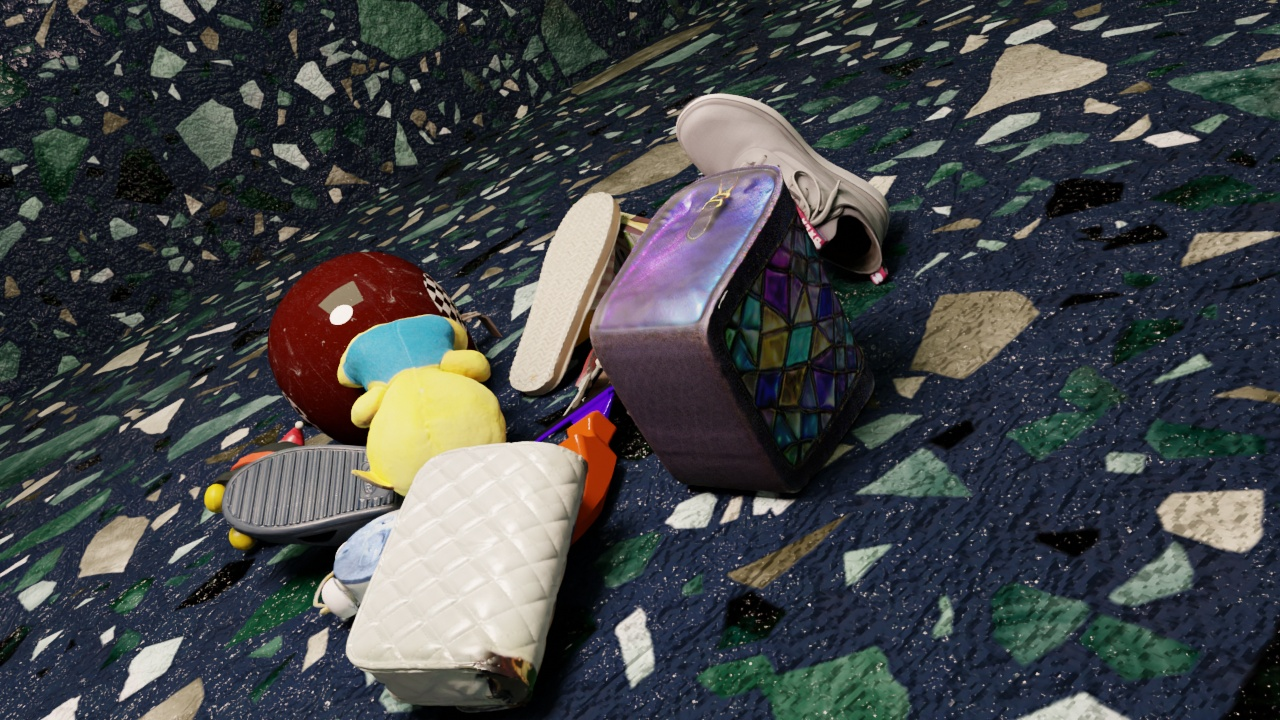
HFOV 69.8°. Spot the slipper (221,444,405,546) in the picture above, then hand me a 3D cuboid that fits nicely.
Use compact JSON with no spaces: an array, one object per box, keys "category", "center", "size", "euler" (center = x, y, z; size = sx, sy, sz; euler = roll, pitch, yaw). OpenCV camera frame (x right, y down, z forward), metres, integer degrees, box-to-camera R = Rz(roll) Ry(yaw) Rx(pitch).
[{"category":"slipper","center":[-0.271,0.140,0.900],"size":[0.263,0.083,0.101],"euler":[-6,45,0]}]

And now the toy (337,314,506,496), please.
[{"category":"toy","center":[-0.211,0.040,0.877],"size":[0.149,0.084,0.213],"euler":[-22,50,-7]}]

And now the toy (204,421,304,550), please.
[{"category":"toy","center":[-0.398,0.135,1.001],"size":[0.100,0.098,0.119],"euler":[-7,36,9]}]

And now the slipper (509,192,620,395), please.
[{"category":"slipper","center":[-0.081,-0.076,1.077],"size":[0.115,0.052,0.262],"euler":[-3,62,45]}]

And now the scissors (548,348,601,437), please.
[{"category":"scissors","center":[-0.037,-0.008,0.968],"size":[0.179,0.015,0.199],"euler":[-51,9,15]}]

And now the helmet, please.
[{"category":"helmet","center":[-0.301,-0.009,1.082],"size":[0.233,0.253,0.234],"euler":[-39,34,-4]}]

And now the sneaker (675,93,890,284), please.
[{"category":"sneaker","center":[0.147,-0.166,0.922],"size":[0.097,0.263,0.128],"euler":[-50,21,31]}]

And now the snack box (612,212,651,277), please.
[{"category":"snack box","center":[0.002,-0.125,1.119],"size":[0.031,0.101,0.186],"euler":[-33,25,-14]}]

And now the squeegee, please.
[{"category":"squeegee","center":[-0.049,0.092,0.796],"size":[0.250,0.055,0.184],"euler":[-36,20,26]}]

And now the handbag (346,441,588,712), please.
[{"category":"handbag","center":[-0.117,0.154,0.674],"size":[0.139,0.072,0.194],"euler":[-7,44,22]}]

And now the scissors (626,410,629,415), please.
[{"category":"scissors","center":[0.049,0.013,0.907],"size":[0.142,0.014,0.164],"euler":[-25,23,9]}]

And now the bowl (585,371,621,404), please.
[{"category":"bowl","center":[-0.006,0.005,0.918],"size":[0.119,0.032,0.119],"euler":[-50,7,9]}]

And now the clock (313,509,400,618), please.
[{"category":"clock","center":[-0.232,0.180,0.804],"size":[0.125,0.052,0.088],"euler":[-22,25,8]}]

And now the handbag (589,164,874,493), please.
[{"category":"handbag","center":[0.086,-0.028,0.731],"size":[0.126,0.205,0.221],"euler":[-2,40,42]}]

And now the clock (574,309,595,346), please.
[{"category":"clock","center":[-0.081,-0.055,1.137],"size":[0.099,0.044,0.129],"euler":[5,46,49]}]
